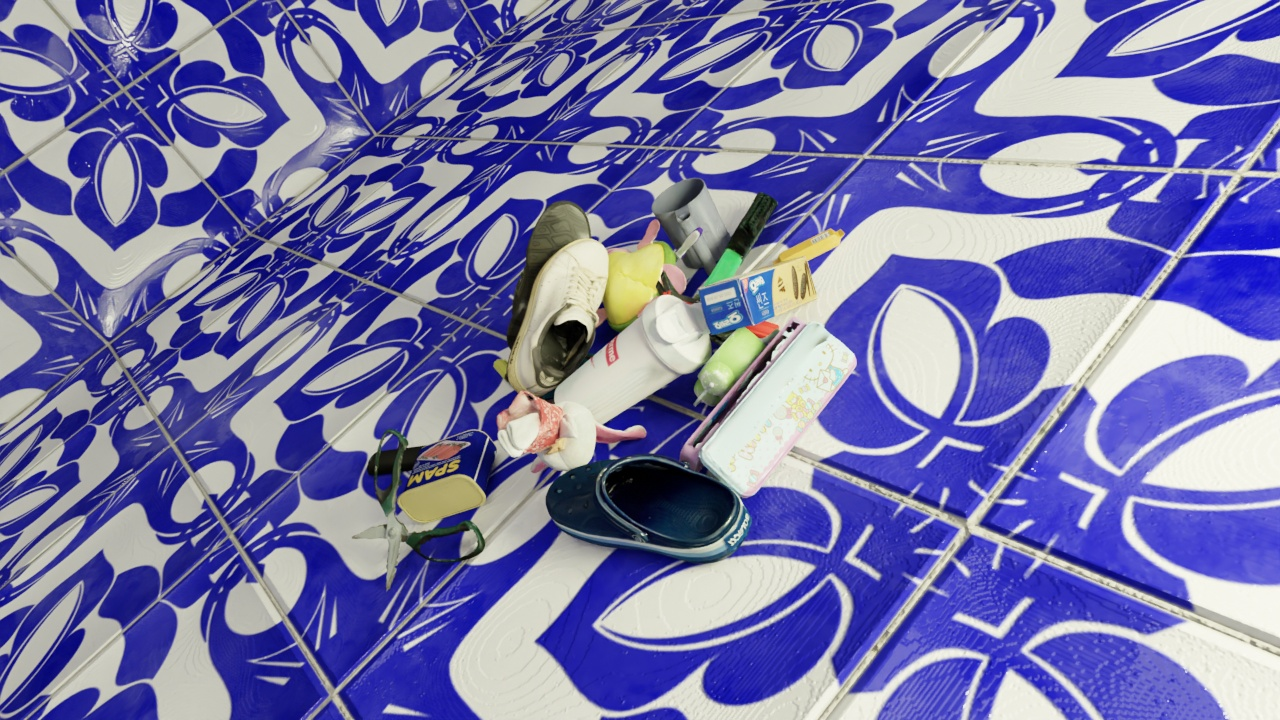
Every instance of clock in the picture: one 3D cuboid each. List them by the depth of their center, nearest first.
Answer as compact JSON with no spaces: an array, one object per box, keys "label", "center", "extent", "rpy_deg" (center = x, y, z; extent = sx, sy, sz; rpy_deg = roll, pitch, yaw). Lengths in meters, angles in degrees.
[{"label":"clock","center":[0.101,0.008,1.050],"extent":[0.119,0.042,0.094],"rpy_deg":[-48,-8,-16]}]

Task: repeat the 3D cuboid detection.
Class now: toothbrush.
[{"label":"toothbrush","center":[0.054,-0.148,1.276],"extent":[0.016,0.015,0.187],"rpy_deg":[-47,1,-18]}]

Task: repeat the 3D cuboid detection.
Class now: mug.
[{"label":"mug","center":[0.078,-0.185,1.306],"extent":[0.084,0.104,0.123],"rpy_deg":[-26,33,10]}]

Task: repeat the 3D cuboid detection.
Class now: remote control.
[{"label":"remote control","center":[-0.332,0.138,1.312],"extent":[0.152,0.020,0.041],"rpy_deg":[-11,40,29]}]

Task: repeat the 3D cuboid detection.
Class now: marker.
[{"label":"marker","center":[0.095,-0.053,1.107],"extent":[0.021,0.145,0.023],"rpy_deg":[114,172,-64]},{"label":"marker","center":[-0.184,0.027,1.333],"extent":[0.021,0.017,0.124],"rpy_deg":[-39,34,-9]}]

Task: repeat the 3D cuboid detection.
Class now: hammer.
[{"label":"hammer","center":[0.123,-0.139,1.232],"extent":[0.317,0.130,0.032],"rpy_deg":[-57,-6,-44]}]

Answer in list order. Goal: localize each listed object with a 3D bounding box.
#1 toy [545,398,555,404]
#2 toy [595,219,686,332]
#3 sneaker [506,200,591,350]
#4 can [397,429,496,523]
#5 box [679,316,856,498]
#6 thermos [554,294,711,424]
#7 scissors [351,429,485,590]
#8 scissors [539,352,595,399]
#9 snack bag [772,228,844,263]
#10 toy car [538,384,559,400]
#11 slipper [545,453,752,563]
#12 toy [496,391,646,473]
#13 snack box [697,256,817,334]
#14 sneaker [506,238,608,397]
[{"label":"toy","center":[-0.118,0.070,1.197],"extent":[0.102,0.041,0.055],"rpy_deg":[-25,10,-2]},{"label":"toy","center":[-0.010,-0.108,1.296],"extent":[0.190,0.087,0.238],"rpy_deg":[-60,29,0]},{"label":"sneaker","center":[-0.129,-0.126,1.369],"extent":[0.142,0.101,0.238],"rpy_deg":[-96,26,-70]},{"label":"can","center":[-0.247,0.148,1.190],"extent":[0.116,0.056,0.092],"rpy_deg":[-20,33,20]},{"label":"box","center":[0.142,0.055,0.991],"extent":[0.092,0.089,0.213],"rpy_deg":[36,67,15]},{"label":"thermos","center":[-0.006,0.006,1.093],"extent":[0.221,0.099,0.099],"rpy_deg":[-37,27,31]},{"label":"scissors","center":[-0.274,0.181,1.129],"extent":[0.202,0.015,0.201],"rpy_deg":[-4,75,24]},{"label":"scissors","center":[-0.076,0.016,1.226],"extent":[0.156,0.019,0.124],"rpy_deg":[27,70,32]},{"label":"snack bag","center":[0.222,-0.145,1.206],"extent":[0.099,0.020,0.026],"rpy_deg":[-27,28,11]},{"label":"toy car","center":[-0.124,0.016,1.275],"extent":[0.039,0.039,0.112],"rpy_deg":[12,53,48]},{"label":"slipper","center":[0.000,0.139,0.955],"extent":[0.253,0.095,0.104],"rpy_deg":[4,50,41]},{"label":"toy","center":[-0.095,0.086,1.046],"extent":[0.159,0.194,0.084],"rpy_deg":[-18,72,19]},{"label":"snack box","center":[0.140,-0.077,1.064],"extent":[0.056,0.057,0.206],"rpy_deg":[-12,6,32]},{"label":"sneaker","center":[-0.094,-0.066,1.199],"extent":[0.103,0.089,0.241],"rpy_deg":[-17,47,57]}]
